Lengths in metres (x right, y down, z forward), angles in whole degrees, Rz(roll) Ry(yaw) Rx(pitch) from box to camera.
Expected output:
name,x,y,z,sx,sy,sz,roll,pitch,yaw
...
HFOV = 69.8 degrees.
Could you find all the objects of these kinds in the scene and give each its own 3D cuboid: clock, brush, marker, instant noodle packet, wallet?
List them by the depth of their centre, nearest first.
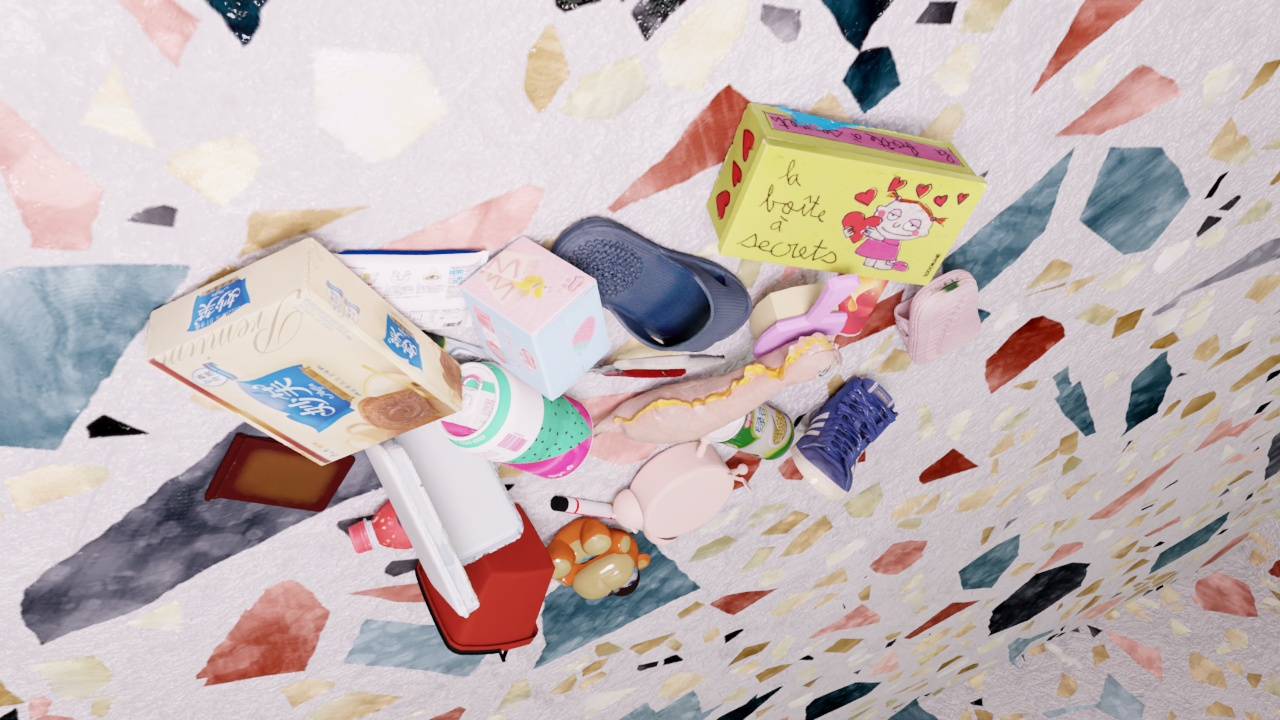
name,x,y,z,sx,sy,sz,roll,pitch,yaw
instant noodle packet,-0.200,-0.057,0.779,0.134,0.026,0.087,-5,137,-29
marker,-0.159,-0.007,0.872,0.146,0.017,0.017,19,122,-45
wallet,-0.348,0.110,0.889,0.115,0.018,0.092,14,126,-38
brush,0.170,-0.054,0.930,0.089,0.043,0.229,-9,165,-8
clock,0.055,0.174,1.165,0.161,0.086,0.131,-35,143,11
marker,-0.054,0.190,1.165,0.145,0.019,0.019,18,123,-44

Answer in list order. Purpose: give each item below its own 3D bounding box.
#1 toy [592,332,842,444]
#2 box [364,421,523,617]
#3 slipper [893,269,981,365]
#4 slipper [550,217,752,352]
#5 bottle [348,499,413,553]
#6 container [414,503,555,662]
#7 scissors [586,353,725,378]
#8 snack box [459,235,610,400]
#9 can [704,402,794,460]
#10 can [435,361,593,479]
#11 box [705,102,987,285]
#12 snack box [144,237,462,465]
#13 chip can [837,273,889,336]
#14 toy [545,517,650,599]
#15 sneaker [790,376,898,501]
name,x,y,z,sx,sy,sz,roll,pitch,yaw
toy,0.083,0.036,0.980,0.195,0.065,0.265,-5,163,-45
box,-0.192,0.143,0.897,0.130,0.105,0.211,-29,120,-10
slipper,0.353,-0.060,1.102,0.094,0.064,0.239,-30,156,7
slipper,0.023,-0.052,0.885,0.263,0.082,0.101,21,123,-45
bottle,-0.242,0.169,0.986,0.137,0.062,0.062,-19,142,-15
container,-0.189,0.279,1.078,0.126,0.148,0.201,5,122,-38
scissors,-0.004,0.007,0.954,0.180,0.015,0.196,-8,171,27
snack box,-0.089,-0.037,0.801,0.079,0.095,0.093,-43,148,-23
can,0.129,0.078,1.113,0.067,0.067,0.120,-44,141,19
can,-0.121,0.060,0.901,0.088,0.088,0.165,-39,149,12
box,0.182,-0.148,0.837,0.220,0.082,0.125,6,132,-21
snack box,-0.265,0.004,0.756,0.153,0.055,0.207,-21,145,13
chip can,0.257,-0.120,0.979,0.051,0.051,0.215,-6,138,-27
toy,-0.054,0.260,1.197,0.112,0.096,0.176,-33,154,10
sneaker,0.263,0.088,1.135,0.118,0.091,0.232,-45,174,15
